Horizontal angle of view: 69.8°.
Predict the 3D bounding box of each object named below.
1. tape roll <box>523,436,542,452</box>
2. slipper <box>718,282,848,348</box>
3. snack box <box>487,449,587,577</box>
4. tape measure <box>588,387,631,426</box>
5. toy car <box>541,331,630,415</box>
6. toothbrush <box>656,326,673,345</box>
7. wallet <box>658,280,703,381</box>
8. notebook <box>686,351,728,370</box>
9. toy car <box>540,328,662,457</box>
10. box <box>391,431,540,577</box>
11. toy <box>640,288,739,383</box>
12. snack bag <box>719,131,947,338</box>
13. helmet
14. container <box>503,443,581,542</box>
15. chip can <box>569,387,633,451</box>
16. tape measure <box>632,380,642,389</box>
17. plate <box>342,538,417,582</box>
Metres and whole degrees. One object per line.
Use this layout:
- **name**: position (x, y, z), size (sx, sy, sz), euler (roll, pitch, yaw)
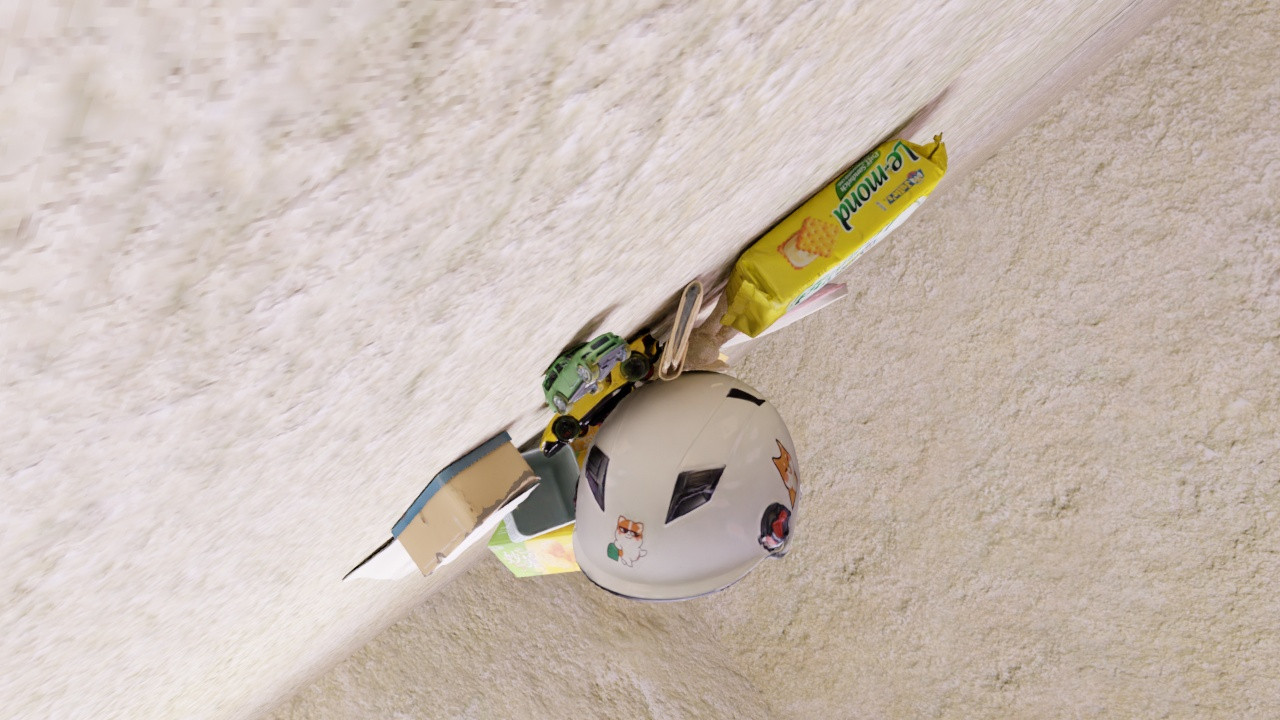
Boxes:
- **tape roll**: position (-0.110, 0.099, 1.111), size (0.085, 0.014, 0.086), euler (-38, 174, -5)
- **slipper**: position (0.161, -0.064, 1.220), size (0.114, 0.054, 0.275), euler (-24, -179, -37)
- **snack box**: position (-0.076, 0.190, 1.182), size (0.211, 0.070, 0.157), euler (-15, -147, 36)
- **tape measure**: position (-0.040, 0.044, 0.979), size (0.056, 0.039, 0.058), euler (-34, 173, -39)
- **toy car**: position (-0.043, 0.008, 0.684), size (0.043, 0.036, 0.091), euler (-32, 173, -39)
- **toothbrush**: position (-0.006, 0.006, 1.003), size (0.180, 0.016, 0.016), euler (-40, 180, 18)
- **wallet**: position (0.037, -0.022, 0.852), size (0.115, 0.024, 0.087), euler (98, 14, -84)
- **notebook**: position (0.051, 0.040, 1.190), size (0.146, 0.010, 0.206), euler (-55, 163, 5)
- **toy car**: position (-0.040, 0.032, 0.866), size (0.156, 0.041, 0.071), euler (-43, 174, 3)
- **box**: position (-0.163, 0.134, 0.852), size (0.089, 0.062, 0.185), euler (-34, 171, -42)
- **toy**: position (0.065, -0.024, 1.040), size (0.157, 0.066, 0.105), euler (-44, 140, 19)
- **snack bag**: position (0.184, -0.122, 0.902), size (0.246, 0.068, 0.158), euler (-37, 174, -6)
- **helmet**: position (0.045, 0.099, 0.910), size (0.230, 0.157, 0.273), euler (6, -157, 29)
- **container**: position (-0.117, 0.156, 1.054), size (0.089, 0.090, 0.112), euler (-17, 168, -18)
- **chip can**: position (-0.066, 0.123, 1.300), size (0.214, 0.072, 0.071), euler (-40, 174, 31)
- **tape measure**: position (0.019, 0.018, 1.169), size (0.066, 0.033, 0.066), euler (-41, 176, 8)
- **plate**: position (-0.236, 0.197, 1.020), size (0.164, 0.034, 0.164), euler (-39, 173, 14)
